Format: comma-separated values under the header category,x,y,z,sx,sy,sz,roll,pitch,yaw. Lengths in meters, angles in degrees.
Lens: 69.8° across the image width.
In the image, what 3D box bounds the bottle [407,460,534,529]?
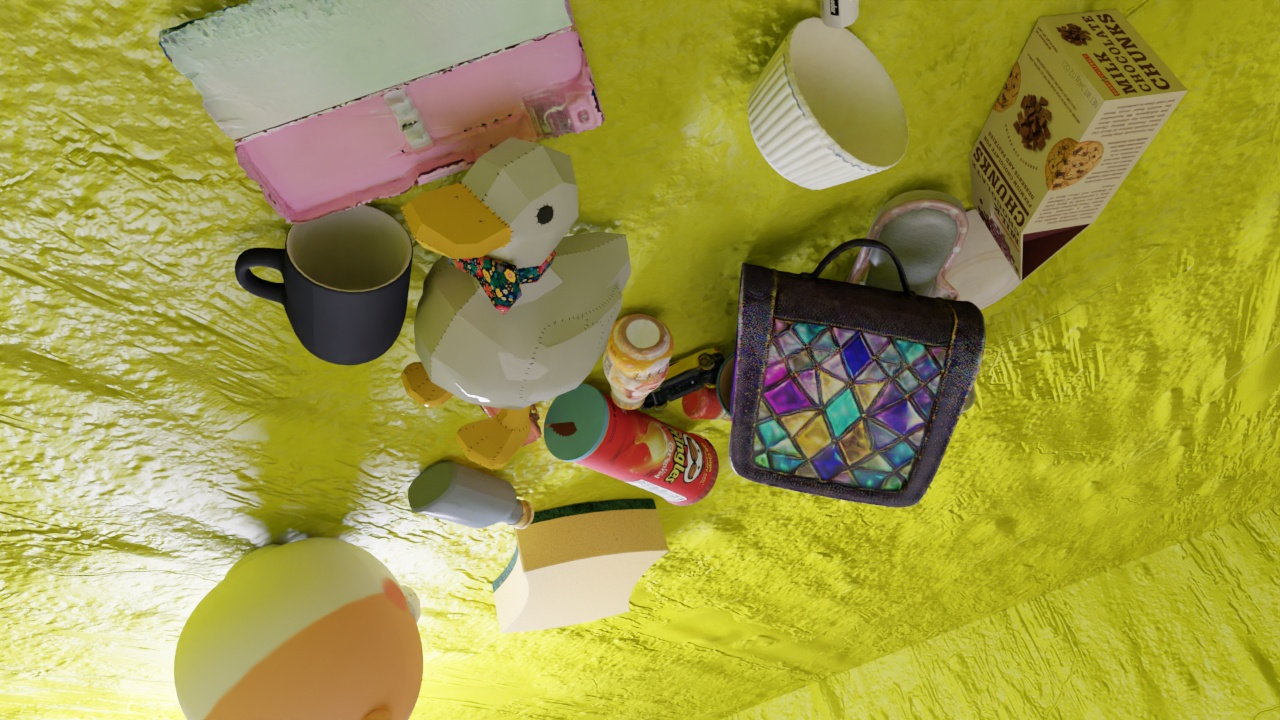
category,x,y,z,sx,sy,sz,roll,pitch,yaw
bottle,-0.185,0.162,1.054,0.072,0.046,0.161,-31,146,21

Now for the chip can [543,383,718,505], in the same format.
category,x,y,z,sx,sy,sz,roll,pitch,yaw
chip can,-0.005,0.095,1.002,0.087,0.087,0.213,-33,144,23

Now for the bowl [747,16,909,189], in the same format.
category,x,y,z,sx,sy,sz,roll,pitch,yaw
bowl,0.124,-0.170,0.638,0.115,0.115,0.063,8,155,-35

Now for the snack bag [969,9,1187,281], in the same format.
category,x,y,z,sx,sy,sz,roll,pitch,yaw
snack bag,0.334,-0.166,0.751,0.070,0.094,0.207,-10,148,-12

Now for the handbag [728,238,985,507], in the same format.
category,x,y,z,sx,sy,sz,roll,pitch,yaw
handbag,0.179,0.002,0.820,0.205,0.125,0.222,10,108,3

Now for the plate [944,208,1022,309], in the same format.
category,x,y,z,sx,sy,sz,roll,pitch,yaw
plate,0.335,-0.088,0.936,0.188,0.027,0.189,-12,148,-8

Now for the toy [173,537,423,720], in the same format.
category,x,y,z,sx,sy,sz,roll,pitch,yaw
toy,-0.366,0.341,1.032,0.265,0.280,0.263,-33,158,-32

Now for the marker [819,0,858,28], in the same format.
category,x,y,z,sx,sy,sz,roll,pitch,yaw
marker,0.121,-0.262,0.566,0.025,0.025,0.126,-19,148,3

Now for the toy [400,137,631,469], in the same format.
category,x,y,z,sx,sy,sz,roll,pitch,yaw
toy,-0.090,-0.049,0.678,0.246,0.141,0.268,-26,152,-48

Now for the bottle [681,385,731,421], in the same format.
category,x,y,z,sx,sy,sz,roll,pitch,yaw
bottle,0.099,0.048,1.019,0.109,0.044,0.044,7,141,-35

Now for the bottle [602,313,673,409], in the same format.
category,x,y,z,sx,sy,sz,roll,pitch,yaw
bottle,-0.005,0.005,0.882,0.063,0.063,0.109,-8,148,-14

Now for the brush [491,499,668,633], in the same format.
category,x,y,z,sx,sy,sz,roll,pitch,yaw
brush,-0.090,0.286,1.264,0.194,0.075,0.251,-4,146,-20

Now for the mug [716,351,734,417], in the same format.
category,x,y,z,sx,sy,sz,roll,pitch,yaw
mug,0.146,0.016,0.962,0.104,0.084,0.112,8,112,-59

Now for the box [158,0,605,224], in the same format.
category,x,y,z,sx,sy,sz,roll,pitch,yaw
box,-0.148,-0.174,0.563,0.230,0.035,0.159,-18,148,2

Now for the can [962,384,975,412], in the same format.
category,x,y,z,sx,sy,sz,roll,pitch,yaw
can,0.305,0.058,1.079,0.099,0.099,0.144,2,143,-29

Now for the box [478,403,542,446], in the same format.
category,x,y,z,sx,sy,sz,roll,pitch,yaw
box,-0.138,0.031,0.878,0.058,0.053,0.187,8,153,21

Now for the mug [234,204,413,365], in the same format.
category,x,y,z,sx,sy,sz,roll,pitch,yaw
mug,-0.231,-0.055,0.667,0.121,0.085,0.095,10,142,-12

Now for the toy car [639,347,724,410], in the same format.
category,x,y,z,sx,sy,sz,roll,pitch,yaw
toy car,0.040,0.019,0.956,0.107,0.030,0.049,-24,150,-3

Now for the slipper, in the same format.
category,x,y,z,sx,sy,sz,roll,pitch,yaw
slipper,0.249,-0.053,0.896,0.114,0.054,0.275,4,144,4
